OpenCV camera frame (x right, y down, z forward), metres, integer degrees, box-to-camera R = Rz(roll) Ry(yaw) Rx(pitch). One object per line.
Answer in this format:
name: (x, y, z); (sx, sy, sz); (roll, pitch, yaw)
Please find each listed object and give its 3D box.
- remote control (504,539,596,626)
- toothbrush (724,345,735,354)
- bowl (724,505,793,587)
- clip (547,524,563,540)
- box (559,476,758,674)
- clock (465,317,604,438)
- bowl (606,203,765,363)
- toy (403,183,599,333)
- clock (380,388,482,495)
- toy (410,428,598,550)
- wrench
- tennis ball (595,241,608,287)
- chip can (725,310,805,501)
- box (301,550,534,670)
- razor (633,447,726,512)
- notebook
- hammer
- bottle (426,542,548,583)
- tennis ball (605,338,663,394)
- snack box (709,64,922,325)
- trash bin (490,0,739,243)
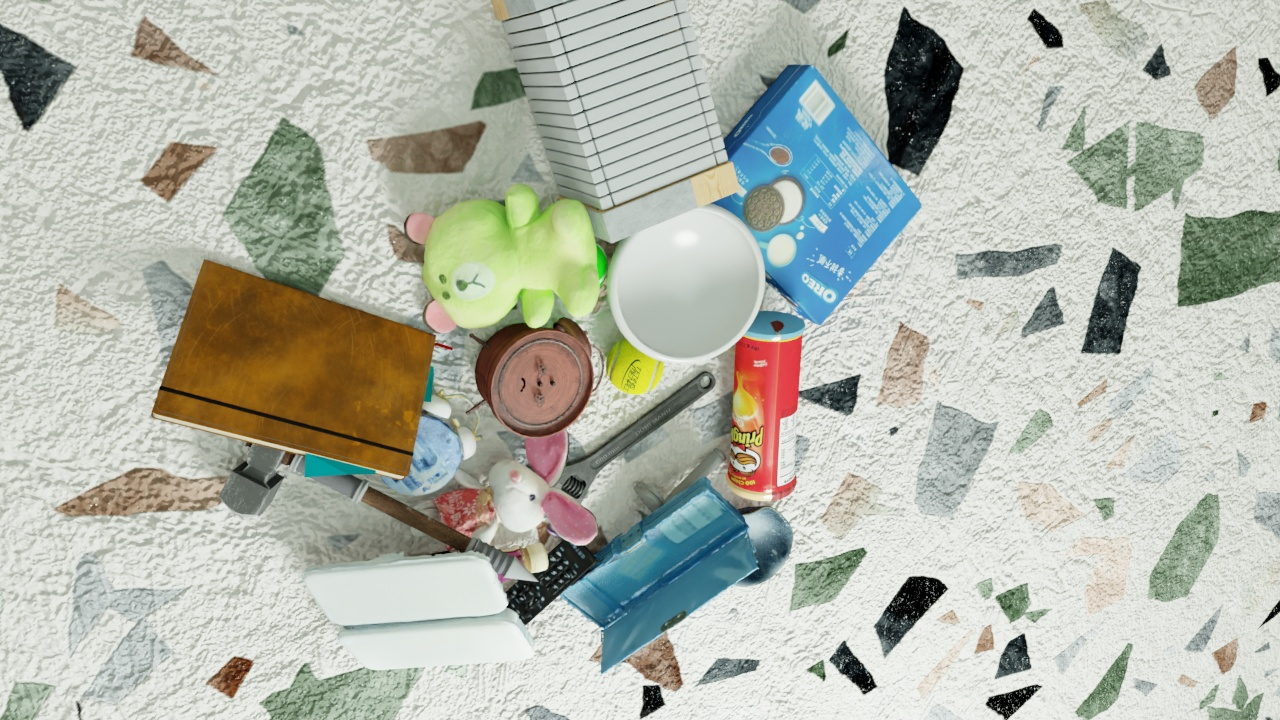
remote control: (-0.120, 0.269, 1.084); (0.150, 0.022, 0.047); (-41, 80, 1)
toothbrush: (0.082, -0.023, 1.093); (0.155, 0.016, 0.022); (16, 76, -26)
bowl: (0.135, 0.228, 1.169); (0.110, 0.055, 0.110); (-7, 109, -20)
clip: (-0.083, 0.204, 1.097); (0.043, 0.014, 0.051); (-41, 119, -6)
box: (0.018, 0.253, 1.061); (0.232, 0.111, 0.094); (-37, 117, 12)
clock: (-0.105, 0.016, 0.989); (0.157, 0.072, 0.121); (-3, 107, -31)
bowl: (0.044, -0.088, 1.007); (0.176, 0.066, 0.177); (-4, 106, -15)
toy: (-0.131, -0.103, 0.917); (0.107, 0.197, 0.150); (-52, 139, -52)
clock: (-0.227, 0.086, 0.979); (0.125, 0.052, 0.089); (-36, 115, -9)
toy: (-0.155, 0.151, 1.006); (0.194, 0.159, 0.084); (-14, 151, -7)
wrench: (-0.021, 0.096, 1.087); (0.273, 0.018, 0.073); (-36, 115, -11)
tennis ball: (-0.067, -0.101, 0.980); (0.065, 0.065, 0.065); (-6, 108, -21)
chip can: (0.148, 0.055, 1.093); (0.087, 0.087, 0.214); (-9, 115, -20)
box: (-0.230, 0.271, 0.969); (0.209, 0.045, 0.192); (-6, 131, 9)
razor: (0.059, 0.152, 1.126); (0.116, 0.047, 0.088); (-42, 117, -15)
notebook: (-0.316, 0.021, 0.885); (0.249, 0.014, 0.178); (19, 59, -26)
hammer: (-0.249, 0.150, 0.930); (0.322, 0.043, 0.156); (29, 98, -7)
bottle: (-0.187, 0.239, 1.036); (0.165, 0.059, 0.060); (-9, 109, -20)
tennis ball: (-0.006, 0.006, 1.038); (0.065, 0.065, 0.065); (-6, 108, -21)
snack box: (0.192, -0.188, 1.067); (0.239, 0.056, 0.195); (42, 88, -28)
trash bin: (-0.026, -0.266, 0.903); (0.142, 0.142, 0.247); (-24, 113, -14)
